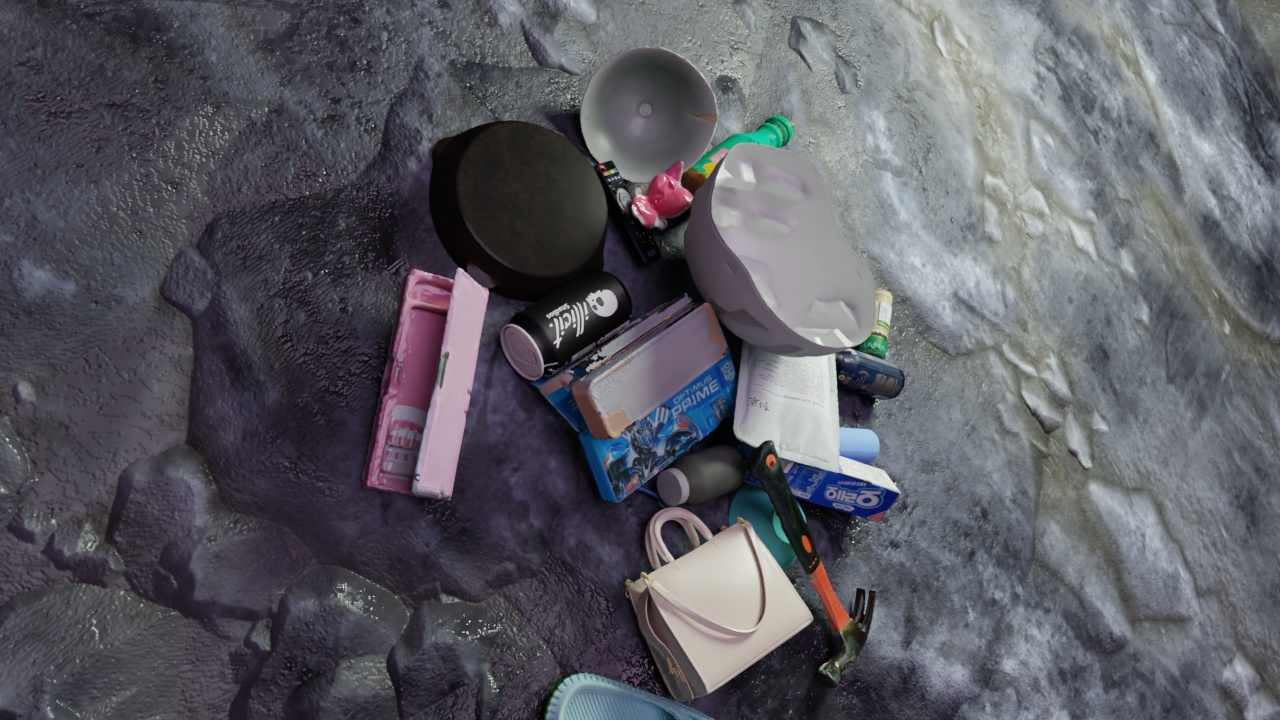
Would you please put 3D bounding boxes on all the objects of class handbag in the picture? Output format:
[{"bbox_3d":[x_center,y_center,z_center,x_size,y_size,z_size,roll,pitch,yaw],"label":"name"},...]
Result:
[{"bbox_3d":[0.076,0.261,1.069,0.194,0.102,0.198,-22,77,-35],"label":"handbag"}]

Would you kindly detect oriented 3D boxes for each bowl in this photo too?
[{"bbox_3d":[0.008,-0.320,1.192,0.174,0.067,0.174,-2,112,-6],"label":"bowl"},{"bbox_3d":[0.174,0.208,1.164,0.121,0.046,0.121,9,72,-29],"label":"bowl"}]

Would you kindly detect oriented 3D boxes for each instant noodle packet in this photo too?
[{"bbox_3d":[0.190,0.011,1.189,0.146,0.057,0.268,17,55,-13],"label":"instant noodle packet"}]

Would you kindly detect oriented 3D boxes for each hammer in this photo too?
[{"bbox_3d":[0.208,0.241,1.133,0.132,0.033,0.333,-43,117,-33],"label":"hammer"}]

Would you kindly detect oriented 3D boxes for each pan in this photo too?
[{"bbox_3d":[-0.159,-0.135,1.058,0.248,0.043,0.355,37,60,-18],"label":"pan"}]

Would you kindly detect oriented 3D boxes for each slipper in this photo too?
[{"bbox_3d":[0.020,0.422,0.997,0.276,0.070,0.115,32,59,-20],"label":"slipper"}]

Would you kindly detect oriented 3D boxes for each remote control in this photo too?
[{"bbox_3d":[-0.017,-0.187,1.166,0.140,0.021,0.045,63,30,-6],"label":"remote control"}]

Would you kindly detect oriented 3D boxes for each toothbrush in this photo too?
[{"bbox_3d":[-0.012,0.144,1.088,0.132,0.016,0.021,33,61,-17],"label":"toothbrush"}]

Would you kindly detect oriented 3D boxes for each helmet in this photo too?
[{"bbox_3d":[0.171,-0.119,1.118,0.223,0.184,0.282,-12,53,-36],"label":"helmet"}]

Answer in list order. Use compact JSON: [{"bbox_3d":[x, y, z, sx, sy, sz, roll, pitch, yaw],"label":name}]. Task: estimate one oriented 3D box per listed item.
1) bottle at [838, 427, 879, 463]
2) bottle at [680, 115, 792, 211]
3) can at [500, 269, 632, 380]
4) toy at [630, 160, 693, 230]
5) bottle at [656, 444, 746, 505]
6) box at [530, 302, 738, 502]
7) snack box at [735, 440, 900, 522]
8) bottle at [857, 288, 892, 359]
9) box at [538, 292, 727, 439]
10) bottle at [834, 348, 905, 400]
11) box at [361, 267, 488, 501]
[{"bbox_3d":[0.261,0.114,1.242,0.131,0.048,0.048,6,73,-30],"label":"bottle"},{"bbox_3d":[0.137,-0.277,1.265,0.209,0.068,0.068,-41,99,-33],"label":"bottle"},{"bbox_3d":[-0.083,-0.042,1.056,0.145,0.080,0.080,-34,95,-34],"label":"can"},{"bbox_3d":[0.024,-0.206,1.180,0.102,0.050,0.065,-40,112,-26],"label":"toy"},{"bbox_3d":[0.074,0.140,1.107,0.108,0.060,0.060,-13,83,-40],"label":"bottle"},{"bbox_3d":[0.013,0.036,1.096,0.242,0.064,0.174,-33,90,-37],"label":"box"},{"bbox_3d":[0.229,0.149,1.191,0.226,0.059,0.059,18,24,-23],"label":"snack box"},{"bbox_3d":[0.345,-0.053,1.346,0.042,0.043,0.109,26,63,-23],"label":"bottle"},{"bbox_3d":[0.003,0.007,1.050,0.215,0.095,0.107,-35,84,-37],"label":"box"},{"bbox_3d":[0.298,0.014,1.289,0.160,0.056,0.056,16,68,-27],"label":"bottle"},{"bbox_3d":[-0.206,0.023,0.932,0.099,0.099,0.232,15,77,-25],"label":"box"}]
